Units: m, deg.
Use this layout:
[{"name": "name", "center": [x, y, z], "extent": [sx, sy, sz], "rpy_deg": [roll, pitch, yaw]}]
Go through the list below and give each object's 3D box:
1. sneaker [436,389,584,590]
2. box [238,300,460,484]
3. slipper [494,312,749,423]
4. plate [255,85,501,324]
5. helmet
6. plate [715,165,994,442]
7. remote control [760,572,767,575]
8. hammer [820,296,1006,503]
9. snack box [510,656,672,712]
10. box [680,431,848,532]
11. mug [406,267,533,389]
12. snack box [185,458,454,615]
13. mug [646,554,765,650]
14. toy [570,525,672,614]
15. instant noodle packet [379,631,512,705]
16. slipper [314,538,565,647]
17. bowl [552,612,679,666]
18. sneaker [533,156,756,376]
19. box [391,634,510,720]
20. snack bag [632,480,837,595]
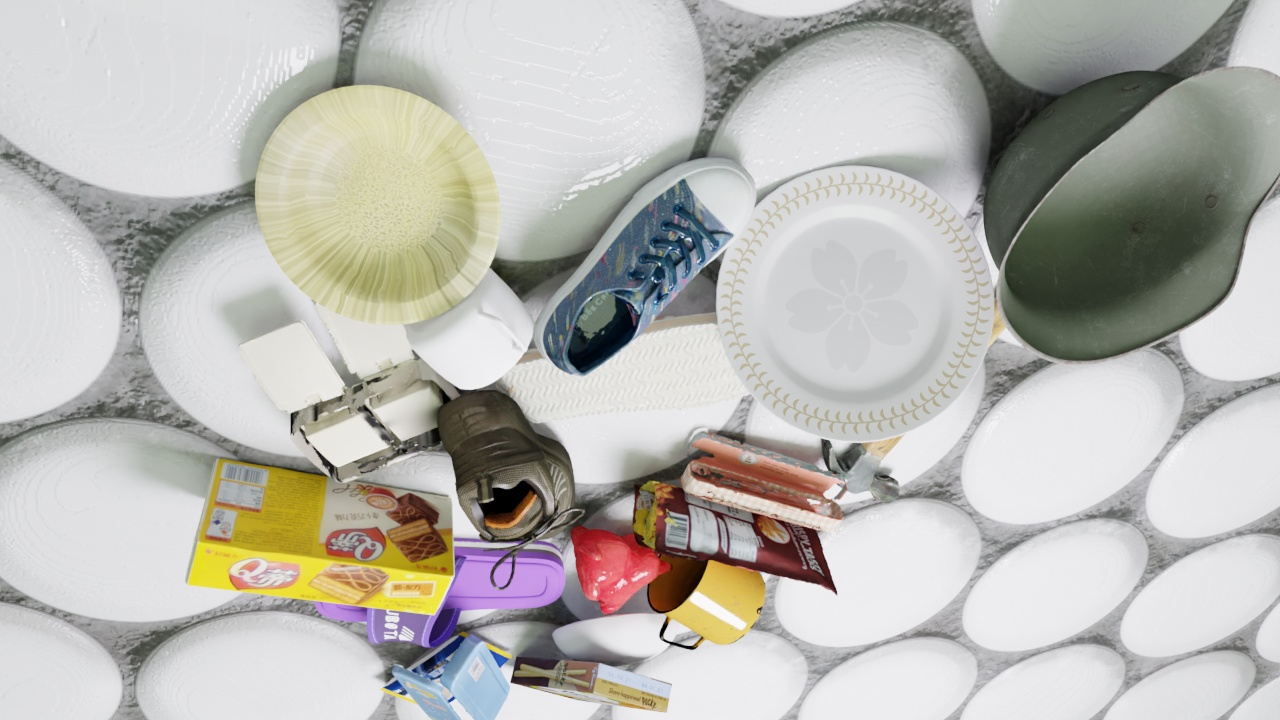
[{"name": "sneaker", "center": [-0.104, 0.139, 0.862], "extent": [0.101, 0.142, 0.238], "rpy_deg": [-23, 144, 3]}, {"name": "box", "center": [-0.250, 0.025, 0.821], "extent": [0.144, 0.058, 0.188], "rpy_deg": [-21, 131, 1]}, {"name": "slipper", "center": [-0.005, 0.005, 0.865], "extent": [0.263, 0.052, 0.115], "rpy_deg": [-9, 132, 6]}, {"name": "plate", "center": [-0.200, -0.121, 0.717], "extent": [0.184, 0.036, 0.184], "rpy_deg": [-1, 113, -2]}, {"name": "helmet", "center": [0.401, -0.146, 0.783], "extent": [0.227, 0.153, 0.268], "rpy_deg": [34, 116, -30]}, {"name": "plate", "center": [0.187, -0.050, 0.806], "extent": [0.242, 0.016, 0.242], "rpy_deg": [0, 87, 0]}, {"name": "remote control", "center": [0.149, 0.241, 1.096], "extent": [0.125, 0.018, 0.038], "rpy_deg": [-10, 128, -8]}, {"name": "hammer", "center": [0.315, 0.016, 0.963], "extent": [0.132, 0.033, 0.331], "rpy_deg": [24, 116, -26]}, {"name": "snack box", "center": [-0.061, 0.376, 1.069], "extent": [0.101, 0.031, 0.186], "rpy_deg": [26, 153, -29]}, {"name": "box", "center": [0.135, 0.131, 0.971], "extent": [0.187, 0.056, 0.071], "rpy_deg": [17, 94, -14]}, {"name": "mug", "center": [-0.138, -0.028, 0.768], "extent": [0.094, 0.116, 0.068], "rpy_deg": [-56, 128, -19]}, {"name": "snack box", "center": [-0.298, 0.170, 0.877], "extent": [0.230, 0.110, 0.062], "rpy_deg": [14, 122, -23]}, {"name": "mug", "center": [0.070, 0.264, 1.019], "extent": [0.094, 0.101, 0.123], "rpy_deg": [36, 74, -22]}, {"name": "toy", "center": [-0.026, 0.206, 0.986], "extent": [0.094, 0.088, 0.133], "rpy_deg": [-24, 148, 4]}, {"name": "instant noodle packet", "center": [-0.231, 0.372, 1.095], "extent": [0.134, 0.026, 0.087], "rpy_deg": [-36, 130, 13]}, {"name": "slipper", "center": [-0.210, 0.255, 0.977], "extent": [0.266, 0.084, 0.107], "rpy_deg": [0, 126, -14]}, {"name": "bowl", "center": [-0.026, 0.329, 1.063], "extent": [0.149, 0.043, 0.150], "rpy_deg": [-6, 154, -3]}, {"name": "sneaker", "center": [0.005, -0.078, 0.763], "extent": [0.235, 0.079, 0.087], "rpy_deg": [-44, 112, 4]}, {"name": "box", "center": [-0.208, 0.362, 1.036], "extent": [0.086, 0.072, 0.209], "rpy_deg": [14, 147, 12]}, {"name": "snack bag", "center": [0.101, 0.177, 0.966], "extent": [0.207, 0.138, 0.067], "rpy_deg": [9, 118, -17]}]
